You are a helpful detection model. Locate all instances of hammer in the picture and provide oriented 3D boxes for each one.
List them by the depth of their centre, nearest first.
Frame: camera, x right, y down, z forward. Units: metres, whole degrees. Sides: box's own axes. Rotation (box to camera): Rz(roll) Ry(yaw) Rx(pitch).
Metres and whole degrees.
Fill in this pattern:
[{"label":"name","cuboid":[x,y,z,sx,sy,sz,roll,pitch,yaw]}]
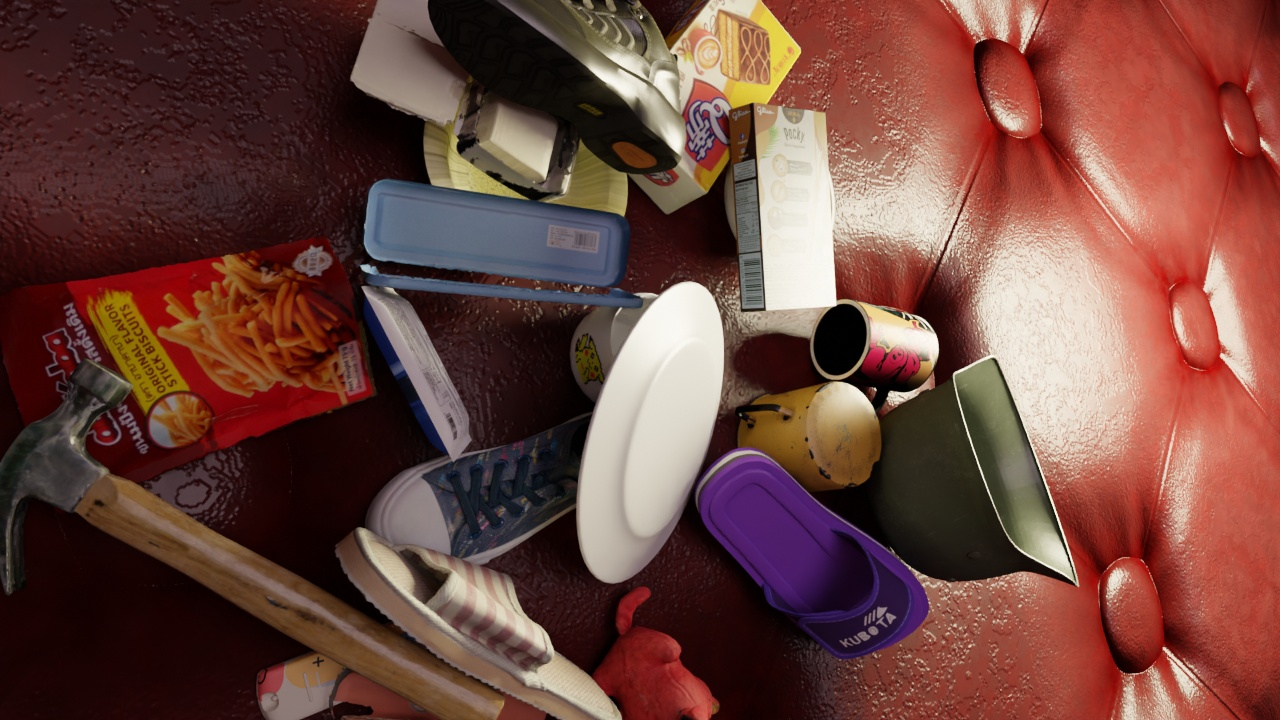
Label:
[{"label":"hammer","cuboid":[-0.231,0.144,0.565,0.330,0.033,0.132,35,75,-12]}]

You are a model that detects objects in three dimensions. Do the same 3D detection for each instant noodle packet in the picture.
[{"label":"instant noodle packet","cuboid":[-0.159,0.006,0.665,0.026,0.087,0.134,-26,96,0]}]

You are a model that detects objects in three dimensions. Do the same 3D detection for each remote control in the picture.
[{"label":"remote control","cuboid":[-0.196,0.209,0.628,0.125,0.018,0.038,-14,91,-34]}]

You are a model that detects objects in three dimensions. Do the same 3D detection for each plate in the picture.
[{"label":"plate","cuboid":[0.021,0.059,0.718,0.241,0.016,0.243,-42,140,-50]},{"label":"plate","cuboid":[-0.098,-0.157,0.766,0.184,0.036,0.184,9,74,-32]}]

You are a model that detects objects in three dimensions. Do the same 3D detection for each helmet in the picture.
[{"label":"helmet","cuboid":[0.300,0.121,0.884,0.267,0.154,0.226,35,40,-54]}]

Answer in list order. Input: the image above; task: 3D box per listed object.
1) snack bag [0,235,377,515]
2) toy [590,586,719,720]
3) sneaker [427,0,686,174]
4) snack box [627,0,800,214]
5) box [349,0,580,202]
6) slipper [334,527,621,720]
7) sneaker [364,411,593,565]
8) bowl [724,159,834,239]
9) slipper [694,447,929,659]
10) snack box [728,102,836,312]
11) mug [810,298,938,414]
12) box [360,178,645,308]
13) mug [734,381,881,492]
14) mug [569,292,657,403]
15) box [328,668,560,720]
[{"label":"snack bag","cuboid":[-0.291,-0.001,0.604,0.207,0.067,0.139,-19,95,-26]},{"label":"toy","cuboid":[0.010,0.253,0.742,0.094,0.088,0.132,29,38,-61]},{"label":"sneaker","cuboid":[-0.040,-0.254,0.689,0.237,0.101,0.142,26,69,-45]},{"label":"snack box","cuboid":[0.059,-0.259,0.880,0.110,0.062,0.229,44,59,-19]},{"label":"box","cuboid":[-0.124,-0.219,0.712,0.187,0.058,0.144,25,65,-31]},{"label":"slipper","cuboid":[-0.093,0.183,0.623,0.052,0.115,0.263,-49,126,-8]},{"label":"sneaker","cuboid":[-0.086,0.095,0.691,0.234,0.079,0.087,-19,90,-36]},{"label":"bowl","cuboid":[0.130,-0.158,0.911,0.149,0.043,0.149,1,89,-40]},{"label":"slipper","cuboid":[0.160,0.189,0.800,0.107,0.084,0.266,-44,111,8]},{"label":"snack box","cuboid":[0.135,-0.141,0.864,0.100,0.032,0.186,-6,94,-40]},{"label":"mug","cuboid":[0.232,0.003,0.934,0.098,0.082,0.118,10,101,-32]},{"label":"box","cuboid":[-0.098,-0.085,0.682,0.208,0.085,0.073,4,105,-23]},{"label":"mug","cuboid":[0.149,0.068,0.846,0.123,0.094,0.100,30,64,-25]},{"label":"mug","cuboid":[-0.005,0.005,0.773,0.094,0.068,0.115,-11,86,-35]},{"label":"box","cuboid":[-0.122,0.253,0.637,0.187,0.057,0.070,21,51,-35]}]
